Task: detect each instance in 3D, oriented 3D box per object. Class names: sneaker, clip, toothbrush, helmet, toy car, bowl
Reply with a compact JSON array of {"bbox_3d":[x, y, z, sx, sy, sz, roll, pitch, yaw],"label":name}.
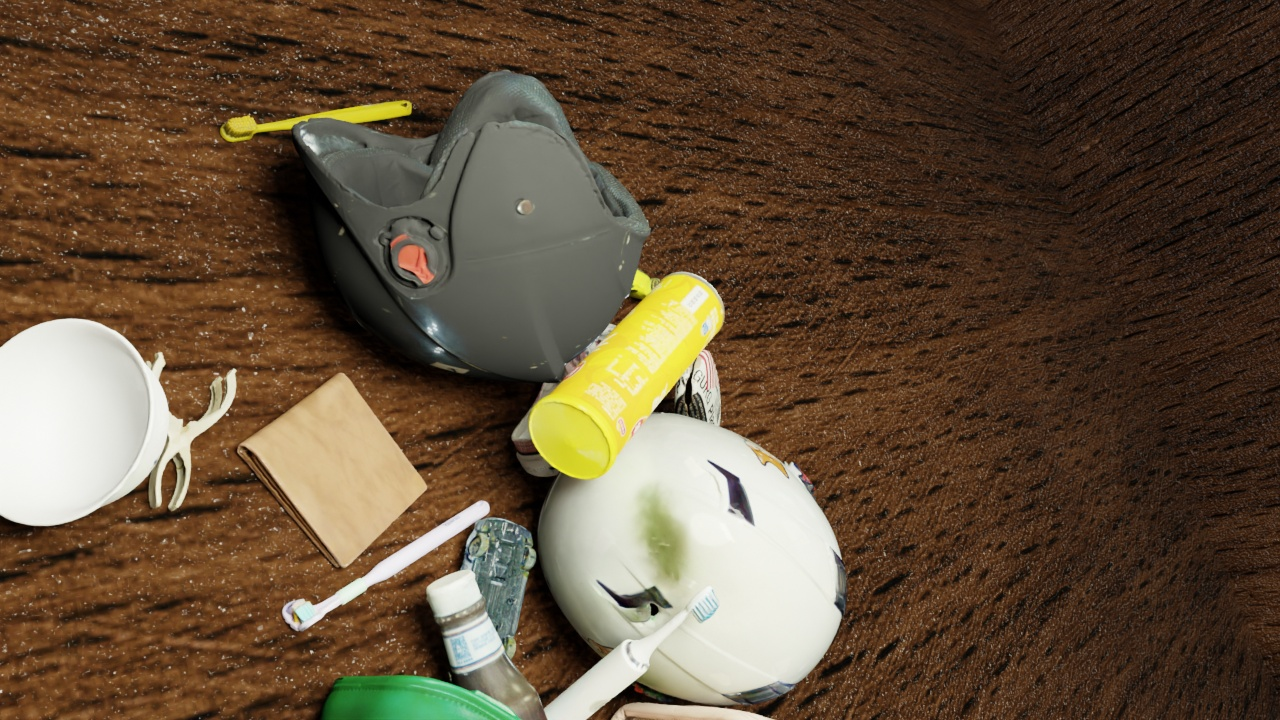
[{"bbox_3d":[-0.039,0.007,0.849,0.240,0.118,0.088,-44,123,-43],"label":"sneaker"},{"bbox_3d":[-0.312,0.038,0.599,0.095,0.035,0.101,44,51,-27],"label":"clip"},{"bbox_3d":[-0.181,0.147,0.688,0.188,0.029,0.021,-27,130,-51],"label":"toothbrush"},{"bbox_3d":[0.053,0.164,0.725,0.274,0.157,0.230,39,83,-4],"label":"helmet"},{"bbox_3d":[-0.021,-0.085,0.958,0.105,0.048,0.032,27,80,-34],"label":"toy car"},{"bbox_3d":[-0.327,0.039,0.547,0.065,0.118,0.118,58,15,-77],"label":"bowl"},{"bbox_3d":[-0.119,0.184,0.720,0.054,0.037,0.120,25,63,-35],"label":"toy car"},{"bbox_3d":[-0.131,-0.100,0.716,0.274,0.230,0.233,8,22,-12],"label":"helmet"},{"bbox_3d":[-0.021,0.227,0.661,0.026,0.221,0.026,2,48,-55],"label":"toothbrush"},{"bbox_3d":[-0.270,-0.208,0.785,0.189,0.017,0.015,-29,92,-49],"label":"toothbrush"}]

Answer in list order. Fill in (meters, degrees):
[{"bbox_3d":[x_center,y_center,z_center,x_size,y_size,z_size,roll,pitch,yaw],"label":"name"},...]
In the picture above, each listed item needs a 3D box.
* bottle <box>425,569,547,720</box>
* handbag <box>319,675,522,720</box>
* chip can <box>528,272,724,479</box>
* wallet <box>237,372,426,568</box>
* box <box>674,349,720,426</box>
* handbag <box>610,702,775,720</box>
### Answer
[{"bbox_3d":[-0.103,0.246,0.656,0.043,0.080,0.195,-23,94,-45],"label":"bottle"},{"bbox_3d":[-0.140,0.249,0.590,0.120,0.132,0.067,34,52,-33],"label":"handbag"},{"bbox_3d":[-0.004,0.004,0.734,0.072,0.072,0.212,53,42,-11],"label":"chip can"},{"bbox_3d":[-0.223,0.080,0.680,0.115,0.020,0.101,57,40,-12],"label":"wallet"},{"bbox_3d":[0.055,0.052,0.911,0.068,0.052,0.164,-53,152,-30],"label":"box"},{"bbox_3d":[0.031,0.376,0.668,0.093,0.194,0.233,32,57,-22],"label":"handbag"}]
